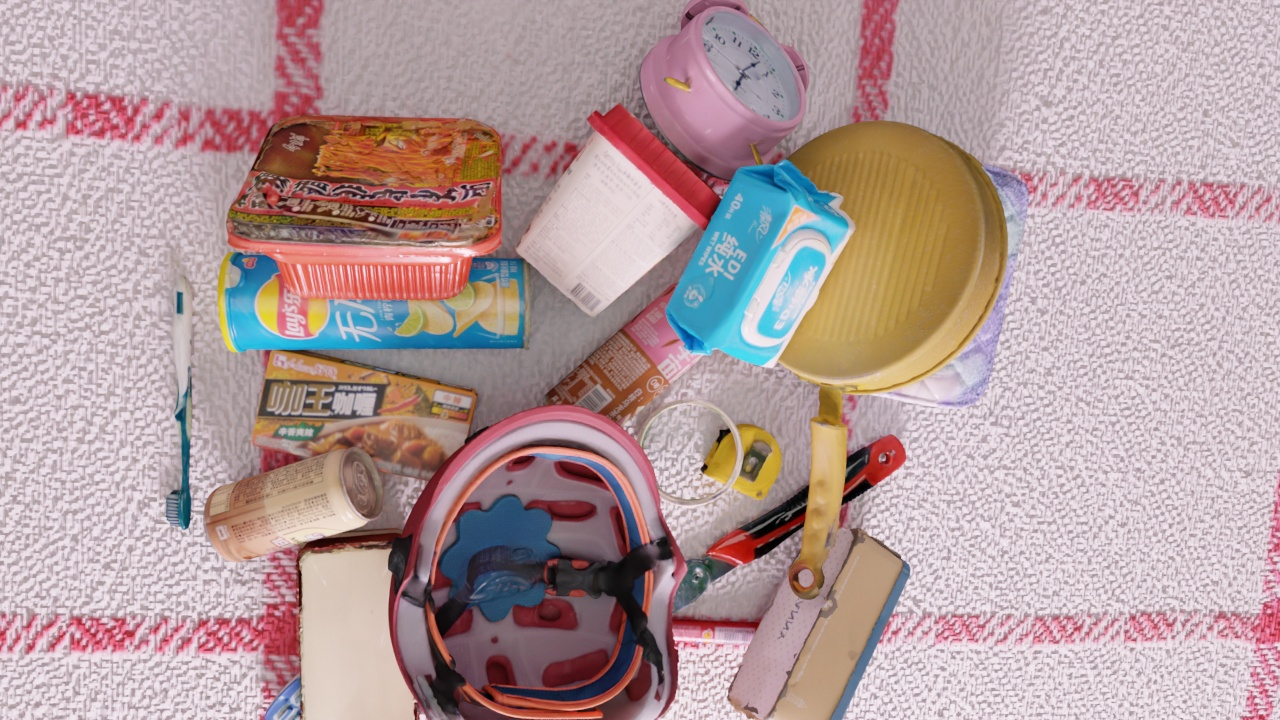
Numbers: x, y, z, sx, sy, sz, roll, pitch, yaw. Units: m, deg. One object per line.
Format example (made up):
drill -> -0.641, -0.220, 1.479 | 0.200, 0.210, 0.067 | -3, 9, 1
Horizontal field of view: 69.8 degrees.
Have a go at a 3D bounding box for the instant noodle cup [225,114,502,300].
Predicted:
instant noodle cup -> -0.176, -0.103, 0.620 | 0.164, 0.188, 0.079 | 1, 128, -8

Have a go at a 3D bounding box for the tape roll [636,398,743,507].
tape roll -> 0.038, 0.073, 0.730 | 0.086, 0.014, 0.086 | 0, 88, 10

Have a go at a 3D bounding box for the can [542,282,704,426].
can -> -0.004, 0.004, 0.706 | 0.147, 0.058, 0.058 | -41, 102, -2

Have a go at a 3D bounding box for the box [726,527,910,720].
box -> 0.136, 0.221, 0.723 | 0.060, 0.090, 0.184 | 33, 76, -12

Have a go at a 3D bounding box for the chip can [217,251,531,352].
chip can -> -0.186, -0.042, 0.664 | 0.210, 0.071, 0.071 | -1, 98, -9

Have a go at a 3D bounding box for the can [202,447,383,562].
can -> -0.252, 0.105, 0.667 | 0.116, 0.058, 0.058 | -17, 101, 11

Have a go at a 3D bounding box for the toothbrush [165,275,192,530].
toothbrush -> -0.341, 0.033, 0.679 | 0.018, 0.016, 0.192 | 4, 98, 1

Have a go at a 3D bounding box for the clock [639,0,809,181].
clock -> 0.067, -0.205, 0.662 | 0.117, 0.158, 0.060 | 37, 136, -17

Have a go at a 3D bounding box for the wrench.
wrench -> 0.102, 0.139, 0.764 | 0.273, 0.016, 0.056 | -27, 102, -4

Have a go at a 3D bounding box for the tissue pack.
tissue pack -> 0.084, -0.063, 0.630 | 0.090, 0.063, 0.140 | 13, 110, -51

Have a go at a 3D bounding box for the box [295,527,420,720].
box -> -0.211, 0.216, 0.680 | 0.091, 0.076, 0.168 | -2, 90, -17

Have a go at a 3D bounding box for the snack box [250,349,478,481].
snack box -> -0.207, 0.042, 0.695 | 0.153, 0.026, 0.075 | 13, 95, -10

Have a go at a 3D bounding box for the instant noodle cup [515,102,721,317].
instant noodle cup -> -0.020, -0.107, 0.666 | 0.116, 0.116, 0.124 | 41, 101, -12

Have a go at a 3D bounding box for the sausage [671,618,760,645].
sausage -> 0.084, 0.229, 0.772 | 0.156, 0.020, 0.020 | 5, 97, -10

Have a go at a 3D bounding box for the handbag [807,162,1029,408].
handbag -> 0.216, -0.063, 0.724 | 0.134, 0.075, 0.194 | 11, 95, -6

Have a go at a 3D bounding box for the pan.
pan -> 0.149, 0.004, 0.675 | 0.078, 0.198, 0.357 | 14, 91, -49

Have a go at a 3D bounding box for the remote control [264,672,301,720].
remote control -> -0.235, 0.298, 0.728 | 0.125, 0.024, 0.049 | 43, 90, -11

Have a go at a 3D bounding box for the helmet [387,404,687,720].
helmet -> -0.085, 0.151, 0.654 | 0.206, 0.144, 0.240 | 2, 87, -30

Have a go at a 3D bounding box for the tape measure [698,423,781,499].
tape measure -> 0.086, 0.081, 0.746 | 0.060, 0.029, 0.057 | 27, 92, -12
